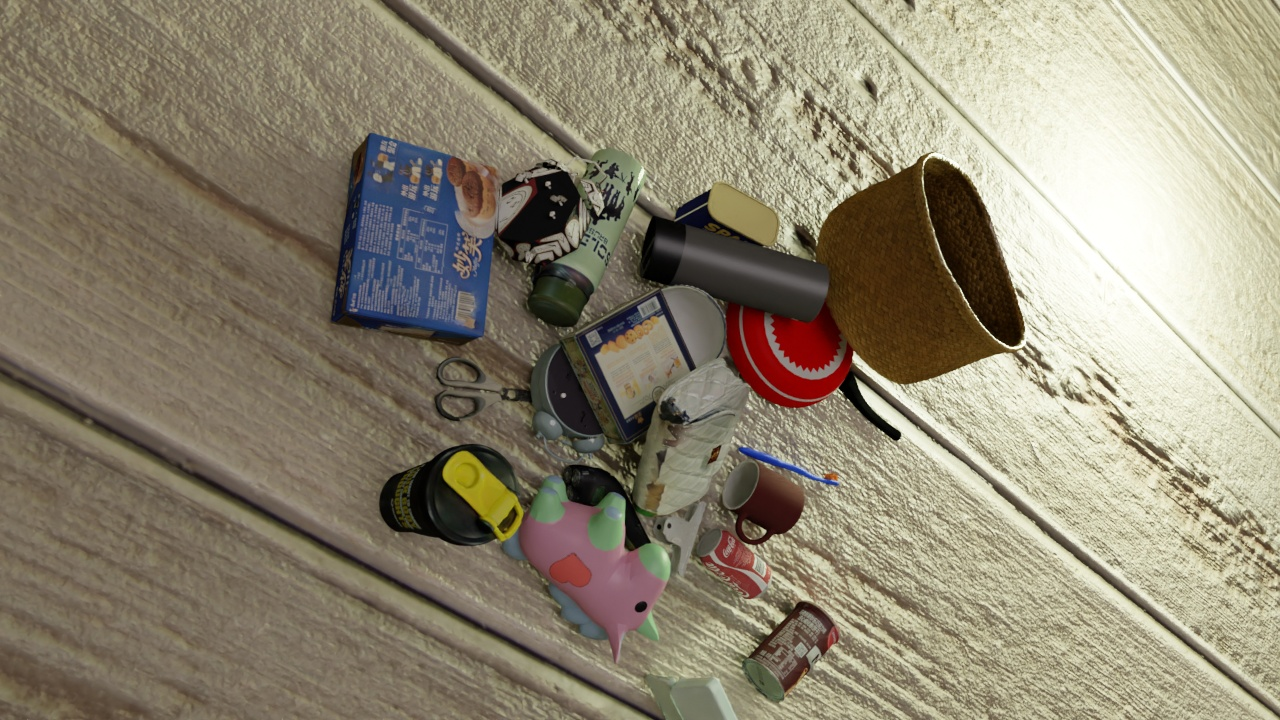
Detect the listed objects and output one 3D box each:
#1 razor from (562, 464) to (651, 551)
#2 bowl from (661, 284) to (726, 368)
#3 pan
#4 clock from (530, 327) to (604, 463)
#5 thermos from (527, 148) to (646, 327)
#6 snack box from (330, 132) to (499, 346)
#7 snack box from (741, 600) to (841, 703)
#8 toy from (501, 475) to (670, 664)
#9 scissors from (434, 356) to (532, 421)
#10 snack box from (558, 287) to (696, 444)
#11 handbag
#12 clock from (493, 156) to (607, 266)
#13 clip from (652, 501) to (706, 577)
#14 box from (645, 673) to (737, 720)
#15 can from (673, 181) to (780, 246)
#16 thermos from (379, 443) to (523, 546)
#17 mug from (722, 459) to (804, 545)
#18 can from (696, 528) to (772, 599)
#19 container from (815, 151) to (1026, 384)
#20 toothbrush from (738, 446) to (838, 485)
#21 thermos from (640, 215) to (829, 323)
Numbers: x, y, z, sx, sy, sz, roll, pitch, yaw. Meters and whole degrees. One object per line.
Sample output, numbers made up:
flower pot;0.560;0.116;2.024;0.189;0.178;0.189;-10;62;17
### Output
razor;-0.039;0.185;1.110;0.067;0.054;0.151;-40;109;-19
bowl;0.055;-0.044;1.187;0.118;0.118;0.062;60;17;-8
pan;0.272;0.007;1.329;0.356;0.067;0.208;38;63;-16
clock;-0.076;0.045;1.108;0.122;0.045;0.159;25;69;-30
thermos;-0.071;-0.151;1.139;0.082;0.082;0.231;32;66;-23
snack box;-0.249;-0.131;1.027;0.154;0.069;0.202;10;76;-29
snack box;0.197;0.379;1.198;0.121;0.072;0.072;-36;100;-31
toy;-0.069;0.232;1.048;0.222;0.120;0.171;16;103;1
scissors;-0.165;0.050;1.078;0.171;0.013;0.121;37;63;-24
snack box;-0.007;0.006;1.108;0.144;0.043;0.145;-31;101;-34
handbag;0.060;0.098;1.100;0.138;0.195;0.072;-31;61;-32
clock;-0.108;-0.190;1.087;0.154;0.115;0.065;-46;149;-12
clip;0.050;0.217;1.159;0.058;0.050;0.101;36;63;-35
box;0.082;0.459;1.073;0.040;0.135;0.197;-28;95;-43
can;0.114;-0.185;1.246;0.116;0.092;0.056;23;69;-26
thermos;-0.195;0.138;0.917;0.098;0.221;0.098;7;76;-31
mug;0.158;0.195;1.207;0.082;0.073;0.105;31;61;-23
can;0.121;0.262;1.185;0.096;0.054;0.053;42;62;-18
container;0.389;-0.120;1.303;0.306;0.197;0.306;30;48;-40
toothbrush;0.210;0.146;1.285;0.182;0.016;0.018;22;65;-27
thermos;0.120;-0.118;1.207;0.240;0.082;0.082;14;73;-12
